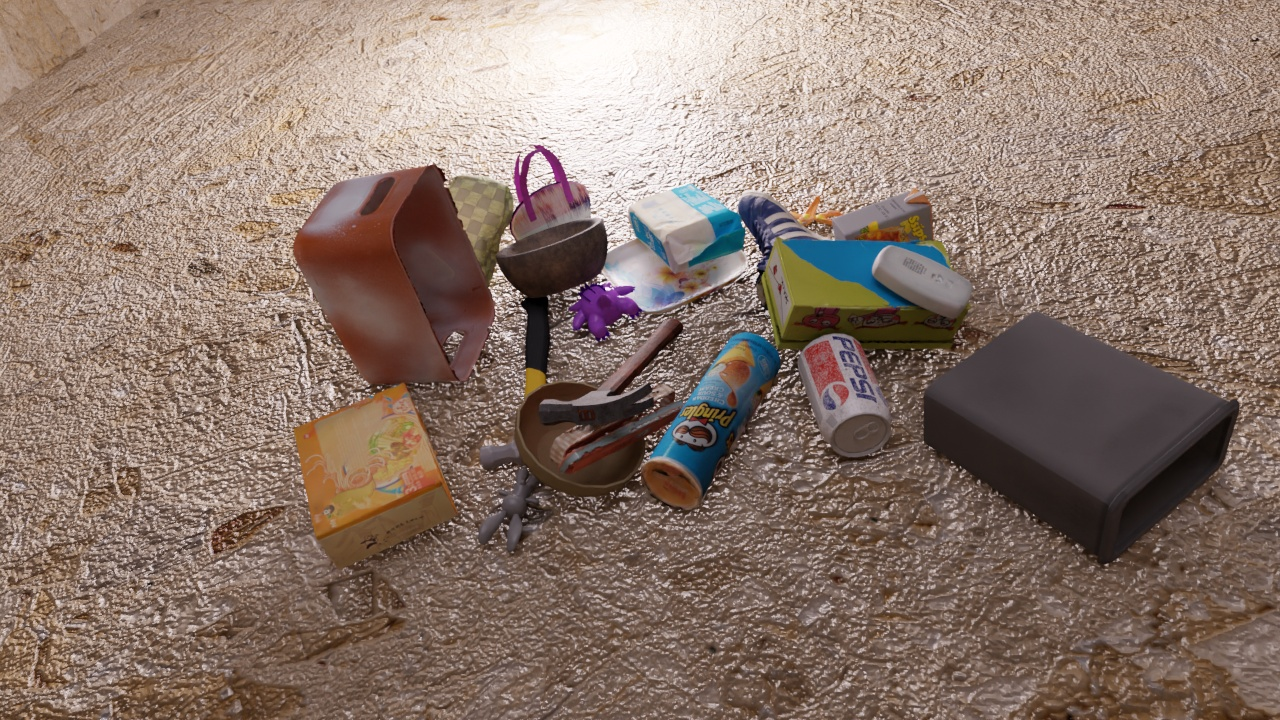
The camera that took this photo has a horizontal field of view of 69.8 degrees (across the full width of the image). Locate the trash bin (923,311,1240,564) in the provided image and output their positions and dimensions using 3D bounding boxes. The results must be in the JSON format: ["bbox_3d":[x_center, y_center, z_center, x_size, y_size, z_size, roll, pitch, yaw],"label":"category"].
[{"bbox_3d":[0.434,0.067,0.928,0.191,0.098,0.220,-31,42,-19],"label":"trash bin"}]

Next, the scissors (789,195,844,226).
[{"bbox_3d":[0.246,-0.208,1.361,0.125,0.011,0.129,18,49,31],"label":"scissors"}]

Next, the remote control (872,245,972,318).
[{"bbox_3d":[0.322,-0.092,1.053,0.114,0.028,0.060,27,53,9],"label":"remote control"}]

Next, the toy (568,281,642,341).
[{"bbox_3d":[-0.055,-0.078,1.262,0.106,0.056,0.088,-36,31,-10],"label":"toy"}]

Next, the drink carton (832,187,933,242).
[{"bbox_3d":[0.333,-0.180,1.257,0.125,0.076,0.048,-20,40,-1],"label":"drink carton"}]

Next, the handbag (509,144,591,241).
[{"bbox_3d":[-0.145,-0.245,1.391,0.144,0.170,0.068,-30,43,-18],"label":"handbag"}]

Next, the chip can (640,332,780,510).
[{"bbox_3d":[0.085,0.066,1.042,0.080,0.080,0.228,13,46,28],"label":"chip can"}]

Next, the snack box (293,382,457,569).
[{"bbox_3d":[-0.309,0.133,1.073,0.145,0.081,0.195,-24,41,-11],"label":"snack box"}]

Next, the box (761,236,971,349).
[{"bbox_3d":[0.269,-0.080,1.106,0.221,0.082,0.124,0,51,-11],"label":"box"}]

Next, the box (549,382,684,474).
[{"bbox_3d":[-0.027,0.072,1.023,0.186,0.058,0.060,-24,10,-42],"label":"box"}]

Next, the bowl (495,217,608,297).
[{"bbox_3d":[-0.120,-0.145,1.316,0.162,0.070,0.162,-17,18,5],"label":"bowl"}]

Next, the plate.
[{"bbox_3d":[0.047,-0.136,1.330,0.186,0.016,0.187,-25,41,-13],"label":"plate"}]

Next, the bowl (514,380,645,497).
[{"bbox_3d":[-0.074,0.097,1.045,0.152,0.051,0.152,14,43,-14],"label":"bowl"}]

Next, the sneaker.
[{"bbox_3d":[0.175,-0.138,1.248,0.118,0.091,0.233,-34,52,-19],"label":"sneaker"}]

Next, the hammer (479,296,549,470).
[{"bbox_3d":[-0.137,0.014,1.206,0.127,0.029,0.322,-10,39,4],"label":"hammer"}]

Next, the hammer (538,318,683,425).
[{"bbox_3d":[-0.007,0.007,1.092,0.111,0.028,0.299,-3,19,22],"label":"hammer"}]

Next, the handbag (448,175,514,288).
[{"bbox_3d":[-0.252,-0.181,1.371,0.113,0.117,0.186,21,90,2],"label":"handbag"}]

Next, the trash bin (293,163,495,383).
[{"bbox_3d":[-0.321,-0.108,1.217,0.157,0.260,0.181,-3,42,15],"label":"trash bin"}]

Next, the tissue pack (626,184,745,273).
[{"bbox_3d":[0.060,-0.196,1.320,0.117,0.066,0.209,-22,32,-10],"label":"tissue pack"}]

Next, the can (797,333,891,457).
[{"bbox_3d":[0.229,0.037,1.033,0.078,0.078,0.136,-12,40,3],"label":"can"}]

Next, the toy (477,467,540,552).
[{"bbox_3d":[-0.142,0.164,1.031,0.049,0.030,0.111,14,40,9],"label":"toy"}]
